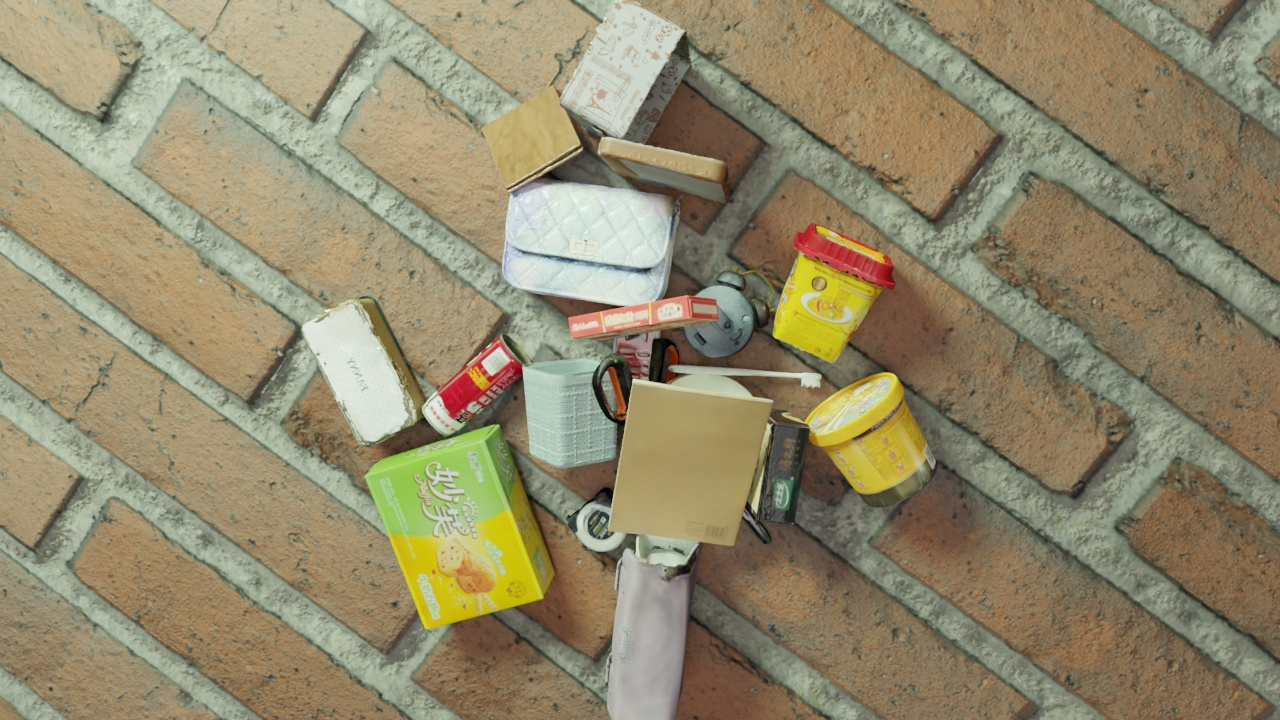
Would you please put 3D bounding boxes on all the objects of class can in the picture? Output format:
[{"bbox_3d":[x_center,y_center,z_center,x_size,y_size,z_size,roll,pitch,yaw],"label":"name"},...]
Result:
[{"bbox_3d":[-0.196,0.030,1.094,0.133,0.053,0.053,-41,91,8],"label":"can"}]

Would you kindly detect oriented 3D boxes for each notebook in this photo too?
[{"bbox_3d":[0.051,0.119,1.010,0.149,0.012,0.212,8,123,-2],"label":"notebook"}]

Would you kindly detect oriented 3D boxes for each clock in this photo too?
[{"bbox_3d":[0.100,-0.054,1.058,0.122,0.055,0.082,-42,90,7],"label":"clock"}]

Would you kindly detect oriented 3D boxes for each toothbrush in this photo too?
[{"bbox_3d":[0.122,0.018,1.069,0.180,0.016,0.016,4,73,-4],"label":"toothbrush"},{"bbox_3d":[0.099,0.151,1.100,0.016,0.018,0.181,-39,93,5],"label":"toothbrush"}]

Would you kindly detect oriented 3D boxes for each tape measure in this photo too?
[{"bbox_3d":[-0.046,0.196,1.109,0.066,0.033,0.066,-38,89,10],"label":"tape measure"}]

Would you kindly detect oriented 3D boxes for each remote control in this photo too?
[{"bbox_3d":[-0.006,0.006,1.091,0.056,0.020,0.136,5,96,4],"label":"remote control"}]

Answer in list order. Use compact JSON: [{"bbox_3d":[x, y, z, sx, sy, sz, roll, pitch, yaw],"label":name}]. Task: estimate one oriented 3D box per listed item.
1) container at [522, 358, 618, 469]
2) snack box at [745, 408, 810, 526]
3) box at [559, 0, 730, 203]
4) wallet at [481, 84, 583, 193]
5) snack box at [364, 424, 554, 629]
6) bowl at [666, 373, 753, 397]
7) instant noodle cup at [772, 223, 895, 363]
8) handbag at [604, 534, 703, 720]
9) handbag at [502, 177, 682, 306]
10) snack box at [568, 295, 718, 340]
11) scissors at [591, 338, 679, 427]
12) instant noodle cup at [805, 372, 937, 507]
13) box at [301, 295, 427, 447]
[{"bbox_3d":[-0.080,0.060,1.058,0.089,0.090,0.111,-6,100,-32],"label":"container"},{"bbox_3d":[0.148,0.118,1.033,0.053,0.125,0.113,7,97,-7],"label":"snack box"},{"bbox_3d":[0.031,-0.257,0.978,0.193,0.183,0.157,29,98,2],"label":"box"},{"bbox_3d":[-0.124,-0.253,1.045,0.101,0.020,0.115,-30,54,7],"label":"wallet"},{"bbox_3d":[-0.213,0.199,1.095,0.158,0.070,0.210,-17,100,10],"label":"snack box"},{"bbox_3d":[0.074,0.072,1.057,0.113,0.113,0.062,13,132,4],"label":"bowl"},{"bbox_3d":[0.207,-0.074,1.023,0.116,0.116,0.124,24,109,2],"label":"instant noodle cup"},{"bbox_3d":[0.014,0.306,1.059,0.098,0.145,0.197,7,96,2],"label":"handbag"},{"bbox_3d":[-0.057,-0.134,1.052,0.194,0.075,0.134,8,92,4],"label":"handbag"},{"bbox_3d":[0.003,-0.046,1.018,0.153,0.075,0.025,-9,86,29],"label":"snack box"},{"bbox_3d":[0.008,0.075,1.066,0.210,0.022,0.222,-54,133,-24],"label":"scissors"},{"bbox_3d":[0.264,0.092,1.031,0.118,0.118,0.114,-34,99,8],"label":"instant noodle cup"},{"bbox_3d":[-0.333,0.007,1.104,0.090,0.059,0.184,-24,91,7],"label":"box"}]
